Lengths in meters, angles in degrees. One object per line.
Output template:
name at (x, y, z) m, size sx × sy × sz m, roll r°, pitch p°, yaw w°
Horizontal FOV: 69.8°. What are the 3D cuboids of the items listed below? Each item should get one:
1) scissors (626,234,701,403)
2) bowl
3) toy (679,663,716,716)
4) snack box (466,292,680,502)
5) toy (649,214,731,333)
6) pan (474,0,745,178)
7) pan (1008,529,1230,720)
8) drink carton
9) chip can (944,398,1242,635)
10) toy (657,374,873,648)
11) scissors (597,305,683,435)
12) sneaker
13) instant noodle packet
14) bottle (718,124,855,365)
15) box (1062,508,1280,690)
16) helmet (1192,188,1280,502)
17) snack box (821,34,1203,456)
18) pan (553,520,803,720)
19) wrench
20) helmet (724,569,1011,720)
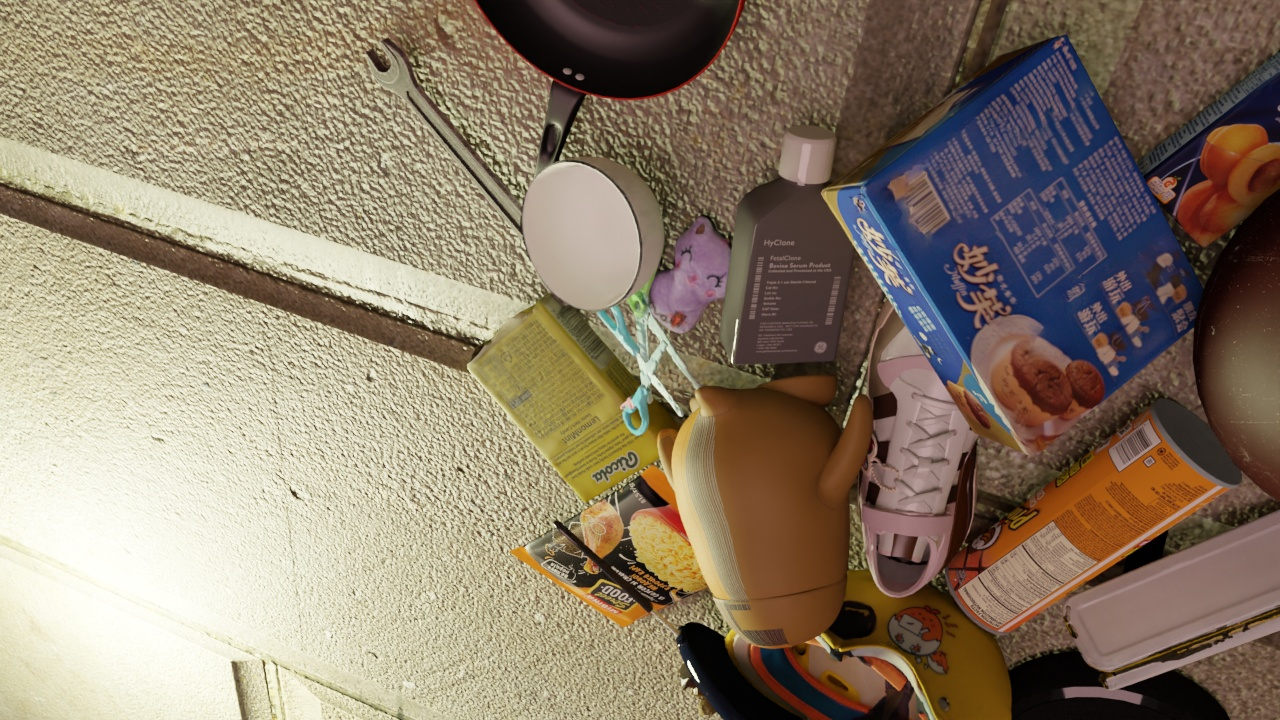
scissors at (0.003, -0.048, 0.739) m, size 0.170 × 0.028 × 0.139 m, roll 55°, pitch 132°, yaw 5°
bowl at (-0.028, -0.099, 0.690) m, size 0.113 × 0.063 × 0.113 m, roll 17°, pitch 120°, yaw 32°
toy at (0.085, 0.348, 0.958) m, size 0.100 × 0.062 × 0.076 m, roll 41°, pitch 150°, yaw -17°
snack box at (-0.062, 0.033, 0.837) m, size 0.122 × 0.045 × 0.181 m, roll -36°, pitch 99°, yaw 35°
toy at (0.035, -0.070, 0.735) m, size 0.080 × 0.036 × 0.100 m, roll 47°, pitch 128°, yaw 5°
pan at (-0.043, -0.228, 0.653) m, size 0.209 × 0.067 × 0.357 m, roll 26°, pitch 143°, yaw 4°
pan at (0.407, 0.281, 0.782) m, size 0.204 × 0.044 × 0.356 m, roll 5°, pitch 123°, yaw 21°
drink carton at (0.370, -0.135, 0.543) m, size 0.064 × 0.040 × 0.130 m, roll 41°, pitch 127°, yaw -5°
chip can at (0.333, 0.124, 0.697) m, size 0.075 × 0.075 × 0.216 m, roll 36°, pitch 127°, yaw 0°
toy at (0.105, 0.120, 0.723) m, size 0.199 × 0.162 × 0.203 m, roll -14°, pitch 80°, yaw 39°
scissors at (-0.005, 0.003, 0.741) m, size 0.135 × 0.015 × 0.135 m, roll 61°, pitch 150°, yaw 18°
sneaker at (0.212, 0.058, 0.684) m, size 0.112 × 0.116 × 0.294 m, roll 15°, pitch 124°, yaw 15°
instant noodle packet at (-0.003, 0.192, 0.903) m, size 0.160 × 0.032 × 0.221 m, roll 39°, pitch 129°, yaw -21°
bottle at (0.111, -0.082, 0.668) m, size 0.083 × 0.046 × 0.174 m, roll -2°, pitch 122°, yaw -10°
box at (0.428, 0.173, 0.686) m, size 0.210 × 0.079 × 0.080 m, roll -33°, pitch 69°, yaw 21°
helmet at (0.436, 0.000, 0.473) m, size 0.254 × 0.233 × 0.233 m, roll 6°, pitch 85°, yaw 55°
snack box at (0.236, -0.069, 0.576) m, size 0.155 × 0.069 × 0.203 m, roll -38°, pitch 103°, yaw -5°
pan at (0.050, 0.271, 0.855) m, size 0.356 × 0.198 × 0.021 m, roll 42°, pitch 93°, yaw -1°
wrench at (-0.130, -0.151, 0.754) m, size 0.273 × 0.010 × 0.070 m, roll 50°, pitch 149°, yaw -6°
helmet at (0.210, 0.260, 0.799) m, size 0.240 × 0.139 × 0.209 m, roll 26°, pitch 144°, yaw 31°
